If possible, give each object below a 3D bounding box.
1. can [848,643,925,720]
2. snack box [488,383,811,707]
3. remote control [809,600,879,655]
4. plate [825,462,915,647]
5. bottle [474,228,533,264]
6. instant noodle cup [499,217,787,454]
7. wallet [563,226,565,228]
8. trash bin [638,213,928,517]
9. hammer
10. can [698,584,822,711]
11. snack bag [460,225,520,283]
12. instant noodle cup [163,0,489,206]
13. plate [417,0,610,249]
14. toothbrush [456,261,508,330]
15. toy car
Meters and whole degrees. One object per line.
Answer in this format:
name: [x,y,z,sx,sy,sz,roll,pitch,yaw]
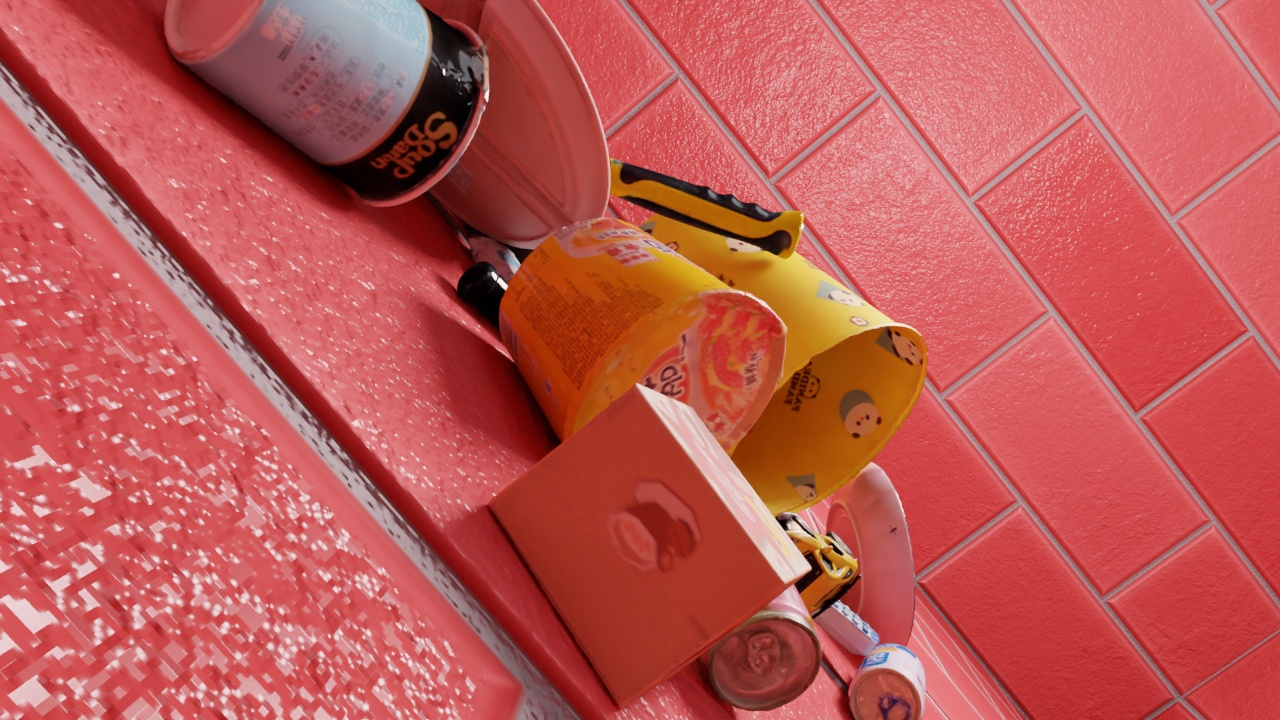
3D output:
can: [0.191,0.252,0.704,0.053,0.053,0.134,53,8,19]
snack box: [0.009,0.073,0.378,0.092,0.077,0.094,53,8,18]
remote control: [0.136,0.189,0.740,0.125,0.024,0.049,41,4,17]
plate: [0.220,0.199,0.918,0.192,0.039,0.192,175,-88,-85]
bottle: [-0.115,-0.118,0.720,0.195,0.044,0.080,52,6,12]
instant noodle cup: [-0.007,-0.007,0.512,0.110,0.138,0.138,47,3,40]
wallet: [-0.093,-0.130,0.957,0.106,0.040,0.133,53,5,-16]
trash bin: [0.100,-0.014,0.885,0.255,0.229,0.229,49,5,37]
hammer: [-0.015,-0.153,0.789,0.323,0.126,0.032,18,15,-9]
can: [0.047,0.114,0.490,0.058,0.058,0.147,48,8,-21]
snack bag: [-0.092,-0.058,0.620,0.045,0.026,0.105,33,16,-41]
instant noodle cup: [-0.152,-0.150,0.442,0.120,0.111,0.111,29,22,-55]
plate: [-0.114,-0.162,0.575,0.229,0.028,0.230,33,-28,20]
toothbrush: [-0.040,0.011,0.601,0.212,0.026,0.027,46,16,-38]
toy car: [0.108,0.149,0.646,0.041,0.071,0.156,51,8,35]
